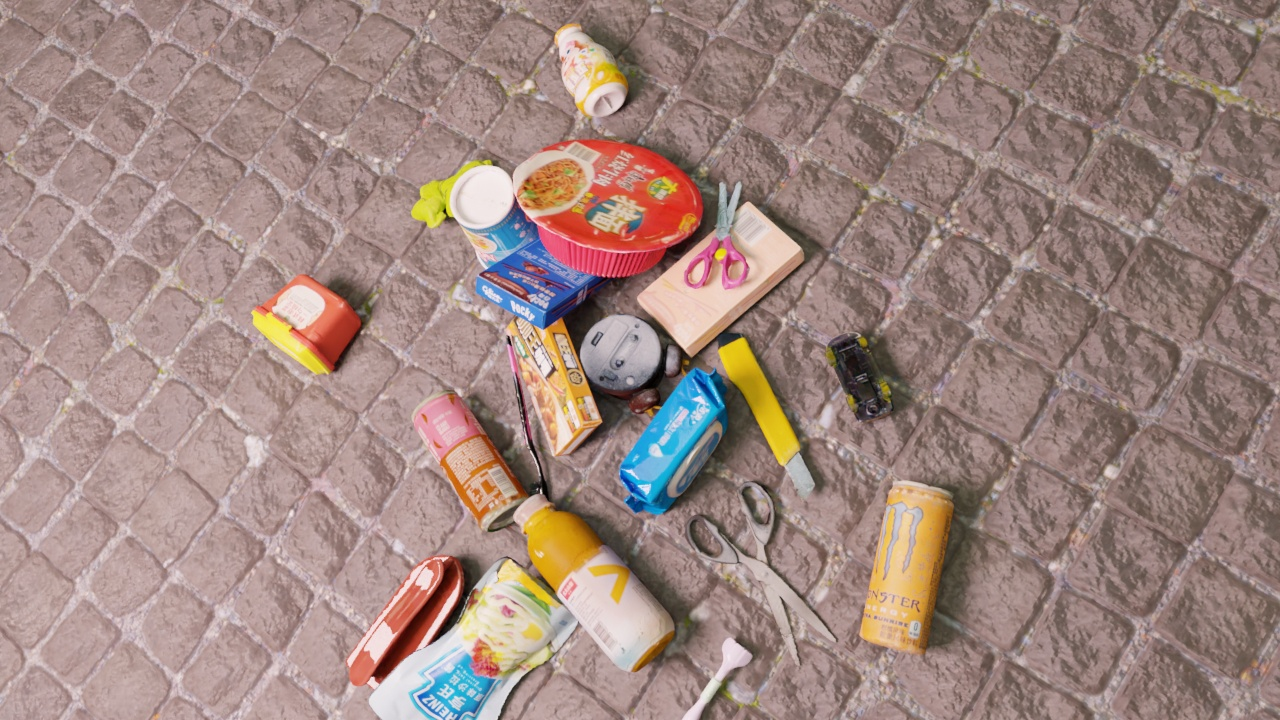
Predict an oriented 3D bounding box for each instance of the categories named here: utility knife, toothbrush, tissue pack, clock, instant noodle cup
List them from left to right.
[{"bbox_3d":[-0.150,-0.152,0.976,0.099,0.110,0.099,-4,73,12],"label":"instant noodle cup"},{"bbox_3d":[-0.121,0.064,0.949,0.018,0.014,0.189,-17,78,16],"label":"toothbrush"},{"bbox_3d":[-0.036,-0.150,0.943,0.194,0.066,0.193,7,45,-7],"label":"instant noodle cup"},{"bbox_3d":[-0.006,0.005,0.929,0.122,0.055,0.082,32,82,18],"label":"clock"},{"bbox_3d":[0.038,0.080,0.878,0.052,0.095,0.157,34,82,17],"label":"tissue pack"},{"bbox_3d":[0.039,0.340,0.843,0.029,0.021,0.189,34,85,17],"label":"toothbrush"},{"bbox_3d":[0.123,0.052,0.906,0.033,0.015,0.192,-26,67,4],"label":"utility knife"}]

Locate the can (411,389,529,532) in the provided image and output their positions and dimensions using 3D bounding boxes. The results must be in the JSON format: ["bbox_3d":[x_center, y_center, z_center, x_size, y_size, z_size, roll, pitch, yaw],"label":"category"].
[{"bbox_3d":[-0.174,0.102,0.936,0.058,0.058,0.147,-38,70,0],"label":"can"}]

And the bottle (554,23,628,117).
[{"bbox_3d":[-0.059,-0.328,1.032,0.063,0.063,0.108,-29,70,3],"label":"bottle"}]

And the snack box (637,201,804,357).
[{"bbox_3d":[0.082,-0.084,0.945,0.157,0.026,0.084,-41,62,-1],"label":"snack box"}]

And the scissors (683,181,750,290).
[{"bbox_3d":[0.075,-0.129,0.944,0.077,0.017,0.137,-11,61,23],"label":"scissors"}]

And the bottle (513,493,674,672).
[{"bbox_3d":[-0.049,0.206,0.874,0.068,0.068,0.189,-44,70,-3],"label":"bottle"}]

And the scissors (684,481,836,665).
[{"bbox_3d":[0.113,0.197,0.873,0.171,0.014,0.159,10,79,13],"label":"scissors"}]

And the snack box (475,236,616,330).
[{"bbox_3d":[-0.086,-0.091,0.940,0.084,0.026,0.156,29,41,18],"label":"snack box"}]

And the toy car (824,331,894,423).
[{"bbox_3d":[0.211,0.016,0.889,0.042,0.035,0.090,-22,71,4],"label":"toy car"}]

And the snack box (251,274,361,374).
[{"bbox_3d":[-0.364,-0.043,1.009,0.091,0.082,0.080,32,73,18],"label":"snack box"}]

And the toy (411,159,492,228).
[{"bbox_3d":[-0.208,-0.188,1.038,0.100,0.031,0.096,-1,57,23],"label":"toy"}]

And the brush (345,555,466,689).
[{"bbox_3d":[-0.225,0.254,0.898,0.063,0.069,0.145,33,83,18],"label":"brush"}]

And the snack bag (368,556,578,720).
[{"bbox_3d":[-0.156,0.287,0.876,0.110,0.039,0.191,44,84,-20],"label":"snack bag"}]

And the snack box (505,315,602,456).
[{"bbox_3d":[-0.090,0.014,0.936,0.026,0.075,0.153,-8,65,-35],"label":"snack box"}]

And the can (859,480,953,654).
[{"bbox_3d":[0.240,0.185,0.823,0.058,0.058,0.146,12,77,15],"label":"can"}]
